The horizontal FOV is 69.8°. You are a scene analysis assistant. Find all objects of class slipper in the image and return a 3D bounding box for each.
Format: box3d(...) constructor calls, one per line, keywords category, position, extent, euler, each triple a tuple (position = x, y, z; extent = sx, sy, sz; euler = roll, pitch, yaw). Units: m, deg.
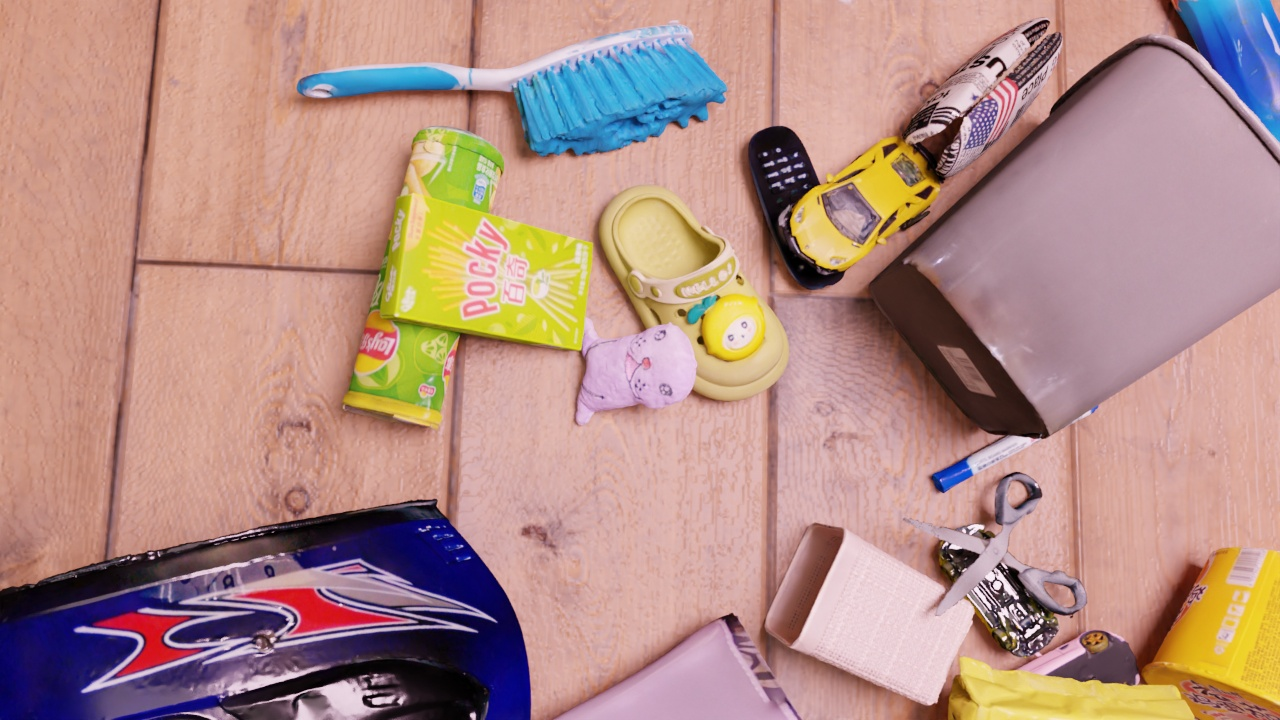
box3d(category="slipper", position=(0.037, -0.055, 0.690), extent=(0.091, 0.081, 0.190), euler=(-35, 83, -5))

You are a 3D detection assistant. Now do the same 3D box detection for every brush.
box3d(category="brush", position=(-0.096, -0.206, 0.709), extent=(0.314, 0.061, 0.109), euler=(-17, 78, -9))

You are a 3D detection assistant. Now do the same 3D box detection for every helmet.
box3d(category="helmet", position=(-0.215, 0.223, 0.534), extent=(0.314, 0.248, 0.240), euler=(-6, 75, -37))

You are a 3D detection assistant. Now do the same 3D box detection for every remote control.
box3d(category="remote control", position=(0.122, -0.120, 0.730), extent=(0.053, 0.024, 0.136), euler=(-18, 84, -12))

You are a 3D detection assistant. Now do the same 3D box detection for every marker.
box3d(category="marker", position=(0.295, 0.064, 0.721), extent=(0.145, 0.017, 0.017), euler=(-26, 85, -6))

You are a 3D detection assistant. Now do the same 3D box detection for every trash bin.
box3d(category="trash bin", position=(0.308, -0.069, 0.658), extent=(0.220, 0.199, 0.198), euler=(-39, 86, -1))

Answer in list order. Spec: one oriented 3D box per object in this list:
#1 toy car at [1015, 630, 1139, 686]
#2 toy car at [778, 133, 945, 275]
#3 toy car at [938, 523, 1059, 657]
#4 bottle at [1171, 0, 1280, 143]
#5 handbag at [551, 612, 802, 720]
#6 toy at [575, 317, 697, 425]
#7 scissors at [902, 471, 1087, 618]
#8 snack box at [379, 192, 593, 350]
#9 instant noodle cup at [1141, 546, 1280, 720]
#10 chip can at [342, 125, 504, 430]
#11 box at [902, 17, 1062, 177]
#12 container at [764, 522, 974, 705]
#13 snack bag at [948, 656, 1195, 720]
box3d(category="toy car", position=(0.312, 0.245, 0.686), extent=(0.122, 0.037, 0.056), euler=(-25, 98, -7))
box3d(category="toy car", position=(0.174, -0.120, 0.709), extent=(0.155, 0.041, 0.071), euler=(-35, 85, -28))
box3d(category="toy car", position=(0.269, 0.174, 0.698), extent=(0.048, 0.032, 0.105), euler=(-34, 77, -7))
box3d(category="bottle", position=(0.499, -0.234, 0.748), extent=(0.065, 0.065, 0.218), euler=(-17, 84, -6))
box3d(category="handbag", position=(0.019, 0.286, 0.634), extent=(0.197, 0.098, 0.145), euler=(-30, 69, -6))
box3d(category="toy", position=(-0.004, 0.004, 0.684), extent=(0.108, 0.038, 0.084), euler=(-7, 81, 37))
box3d(category="scissors", position=(0.260, 0.141, 0.666), extent=(0.159, 0.014, 0.180), euler=(45, 50, -1))
box3d(category="snack box", position=(-0.106, -0.059, 0.661), extent=(0.156, 0.026, 0.085), euler=(11, 84, -40))
box3d(category="instant noodle cup", position=(0.452, 0.208, 0.659), extent=(0.138, 0.138, 0.109), euler=(32, 73, 1))
box3d(category="chip can", position=(-0.158, -0.063, 0.682), extent=(0.072, 0.072, 0.221), euler=(12, 82, -2))
box3d(category="box", position=(0.282, -0.203, 0.718), extent=(0.163, 0.075, 0.081), euler=(-41, 95, -23))
box3d(category="container", position=(0.165, 0.184, 0.662), extent=(0.111, 0.090, 0.089), euler=(28, 81, -3))
box3d(category="snack bag", position=(0.283, 0.329, 0.641), extent=(0.158, 0.068, 0.246), euler=(5, 101, 0))
